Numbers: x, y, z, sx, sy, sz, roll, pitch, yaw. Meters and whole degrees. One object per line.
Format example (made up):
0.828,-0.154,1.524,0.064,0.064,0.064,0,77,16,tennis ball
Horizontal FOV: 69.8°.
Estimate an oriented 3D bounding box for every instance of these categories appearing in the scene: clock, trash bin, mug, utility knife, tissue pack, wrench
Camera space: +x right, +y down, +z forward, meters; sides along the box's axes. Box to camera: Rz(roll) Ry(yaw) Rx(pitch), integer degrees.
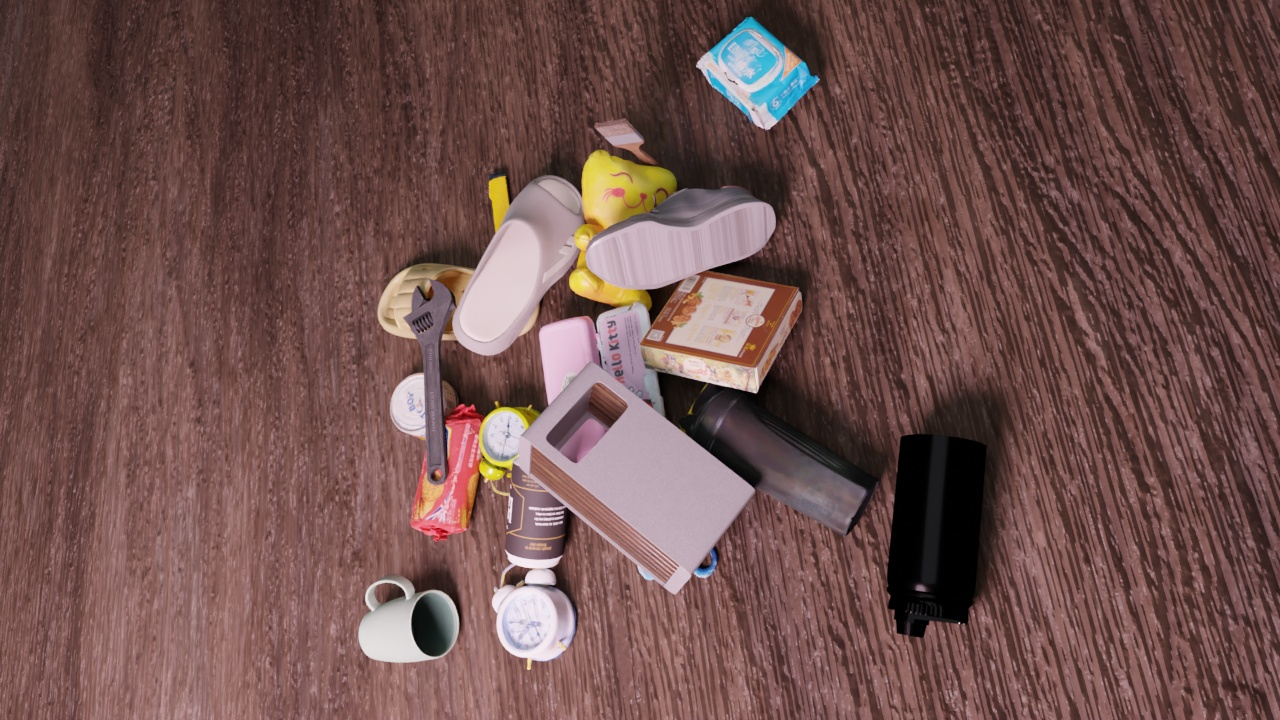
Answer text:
-0.131,0.301,1.102,0.089,0.052,0.125,-33,63,12,clock
-0.161,0.112,1.163,0.083,0.057,0.119,2,83,23,clock
-0.009,0.130,1.009,0.229,0.115,0.114,38,66,10,trash bin
-0.298,0.320,1.140,0.104,0.084,0.111,-17,99,29,mug
-0.193,-0.191,1.283,0.031,0.017,0.159,-16,69,23,utility knife
0.144,-0.367,1.164,0.093,0.061,0.144,-44,64,7,tissue pack
-0.264,0.024,1.169,0.073,0.018,0.273,-11,72,12,wrench

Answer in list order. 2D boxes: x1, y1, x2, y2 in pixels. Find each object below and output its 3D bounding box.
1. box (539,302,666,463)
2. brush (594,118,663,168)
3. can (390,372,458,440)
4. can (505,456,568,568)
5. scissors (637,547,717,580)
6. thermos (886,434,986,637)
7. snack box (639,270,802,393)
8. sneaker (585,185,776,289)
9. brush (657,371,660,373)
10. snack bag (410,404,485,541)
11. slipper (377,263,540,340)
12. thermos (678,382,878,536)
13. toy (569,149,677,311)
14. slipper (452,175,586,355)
-0.045,0.039,1.126,0.153,0.037,0.201,-13,83,27,box
-0.002,-0.263,1.151,0.045,0.143,0.008,0,74,31,brush
-0.292,0.062,1.238,0.086,0.043,0.086,-7,71,21,can
-0.123,0.178,1.103,0.072,0.071,0.128,9,97,24,can
0.051,0.196,1.077,0.118,0.013,0.140,12,79,26,scissors
0.299,0.181,0.934,0.086,0.086,0.198,4,77,23,thermos
0.095,-0.039,1.069,0.147,0.041,0.142,13,49,26,snack box
0.040,-0.158,1.112,0.236,0.099,0.089,-14,34,-12,sneaker
-0.007,0.007,1.142,0.172,0.030,0.041,-29,66,14,brush
-0.246,0.144,1.179,0.082,0.082,0.176,4,76,24,snack bag
-0.261,-0.086,1.249,0.262,0.079,0.111,6,74,23,slipper
0.147,0.109,1.017,0.221,0.098,0.098,30,88,22,thermos
-0.023,-0.159,1.165,0.088,0.134,0.193,172,108,-66,toy
-0.152,-0.133,1.176,0.113,0.081,0.265,30,74,1,slipper
